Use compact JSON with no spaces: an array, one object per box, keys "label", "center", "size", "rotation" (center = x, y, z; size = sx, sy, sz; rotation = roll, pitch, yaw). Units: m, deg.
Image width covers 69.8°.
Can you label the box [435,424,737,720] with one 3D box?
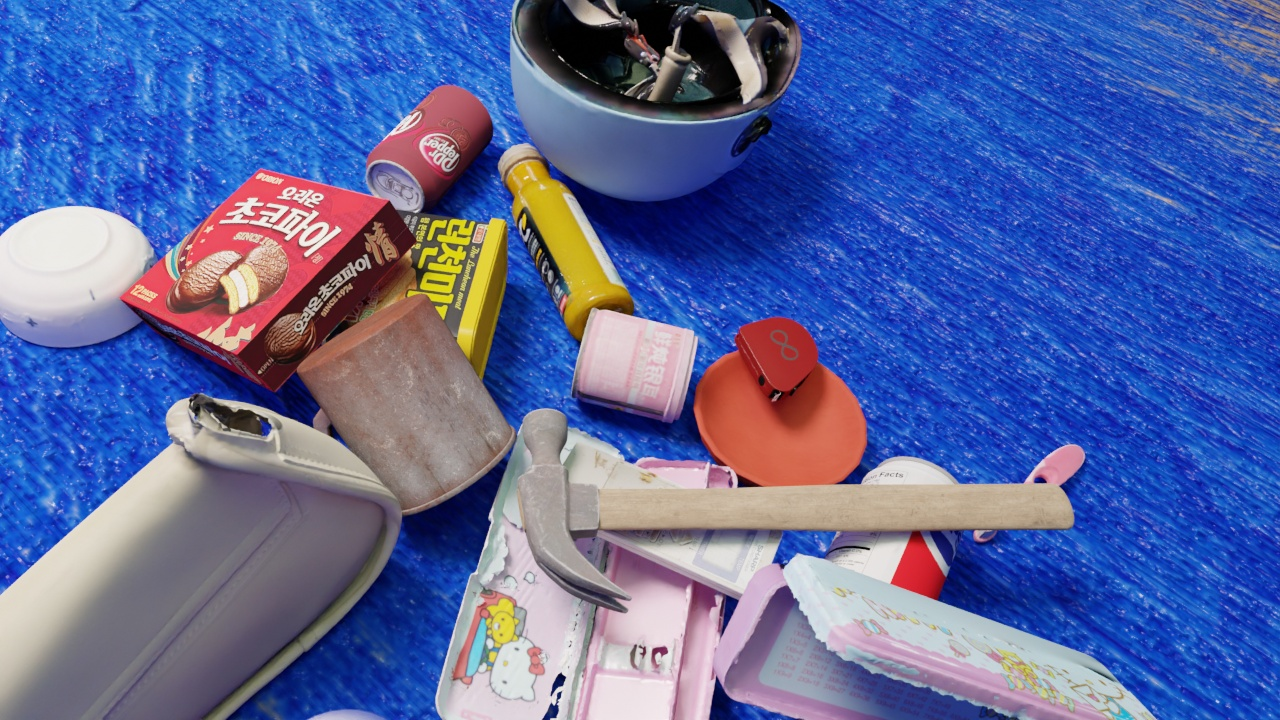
[{"label":"box","center":[-0.022,0.136,0.541],"size":[0.155,0.059,0.200],"rotation":[12,50,1]}]

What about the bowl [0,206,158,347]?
[{"label":"bowl","center":[-0.389,-0.065,0.628],"size":[0.105,0.054,0.104],"rotation":[6,49,-7]}]

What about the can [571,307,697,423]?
[{"label":"can","center":[-0.004,0.004,0.639],"size":[0.076,0.067,0.067],"rotation":[14,50,1]}]

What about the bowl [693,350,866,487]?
[{"label":"bowl","center":[0.094,0.048,0.644],"size":[0.122,0.035,0.121],"rotation":[6,50,-7]}]

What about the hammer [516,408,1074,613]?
[{"label":"hammer","center":[0.095,0.087,0.535],"size":[0.331,0.031,0.119],"rotation":[2,50,-10]}]

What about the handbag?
[{"label":"handbag","center":[-0.251,0.105,0.446],"size":[0.132,0.184,0.228],"rotation":[32,69,18]}]

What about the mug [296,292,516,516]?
[{"label":"mug","center":[-0.153,0.031,0.556],"size":[0.123,0.110,0.096],"rotation":[-23,13,19]}]

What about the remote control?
[{"label":"remote control","center":[0.013,0.093,0.537],"size":[0.136,0.011,0.050],"rotation":[22,50,10]}]

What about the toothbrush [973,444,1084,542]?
[{"label":"toothbrush","center":[0.282,0.092,0.658],"size":[0.134,0.016,0.021],"rotation":[-29,62,-29]}]

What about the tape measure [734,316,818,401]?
[{"label":"tape measure","center":[0.100,-0.002,0.648],"size":[0.051,0.019,0.059],"rotation":[-14,62,-24]}]

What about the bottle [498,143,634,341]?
[{"label":"bottle","center":[-0.065,-0.098,0.719],"size":[0.053,0.053,0.186],"rotation":[-14,55,-22]}]

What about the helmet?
[{"label":"helmet","center":[0.004,-0.223,0.757],"size":[0.225,0.167,0.264],"rotation":[30,44,12]}]

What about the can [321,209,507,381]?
[{"label":"can","center":[-0.155,-0.043,0.646],"size":[0.101,0.073,0.130],"rotation":[8,50,-2]}]

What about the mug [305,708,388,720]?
[{"label":"mug","center":[-0.123,0.222,0.431],"size":[0.112,0.076,0.074],"rotation":[24,51,9]}]

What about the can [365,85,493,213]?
[{"label":"can","center":[-0.172,-0.172,0.752],"size":[0.063,0.063,0.113],"rotation":[22,50,7]}]

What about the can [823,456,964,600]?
[{"label":"can","center":[0.152,0.127,0.568],"size":[0.070,0.070,0.131],"rotation":[29,52,12]}]

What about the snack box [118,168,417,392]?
[{"label":"snack box","center":[-0.246,-0.060,0.605],"size":[0.152,0.036,0.132],"rotation":[18,60,36]}]

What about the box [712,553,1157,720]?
[{"label":"box","center":[0.153,0.172,0.461],"size":[0.214,0.090,0.092],"rotation":[22,8,-18]}]
